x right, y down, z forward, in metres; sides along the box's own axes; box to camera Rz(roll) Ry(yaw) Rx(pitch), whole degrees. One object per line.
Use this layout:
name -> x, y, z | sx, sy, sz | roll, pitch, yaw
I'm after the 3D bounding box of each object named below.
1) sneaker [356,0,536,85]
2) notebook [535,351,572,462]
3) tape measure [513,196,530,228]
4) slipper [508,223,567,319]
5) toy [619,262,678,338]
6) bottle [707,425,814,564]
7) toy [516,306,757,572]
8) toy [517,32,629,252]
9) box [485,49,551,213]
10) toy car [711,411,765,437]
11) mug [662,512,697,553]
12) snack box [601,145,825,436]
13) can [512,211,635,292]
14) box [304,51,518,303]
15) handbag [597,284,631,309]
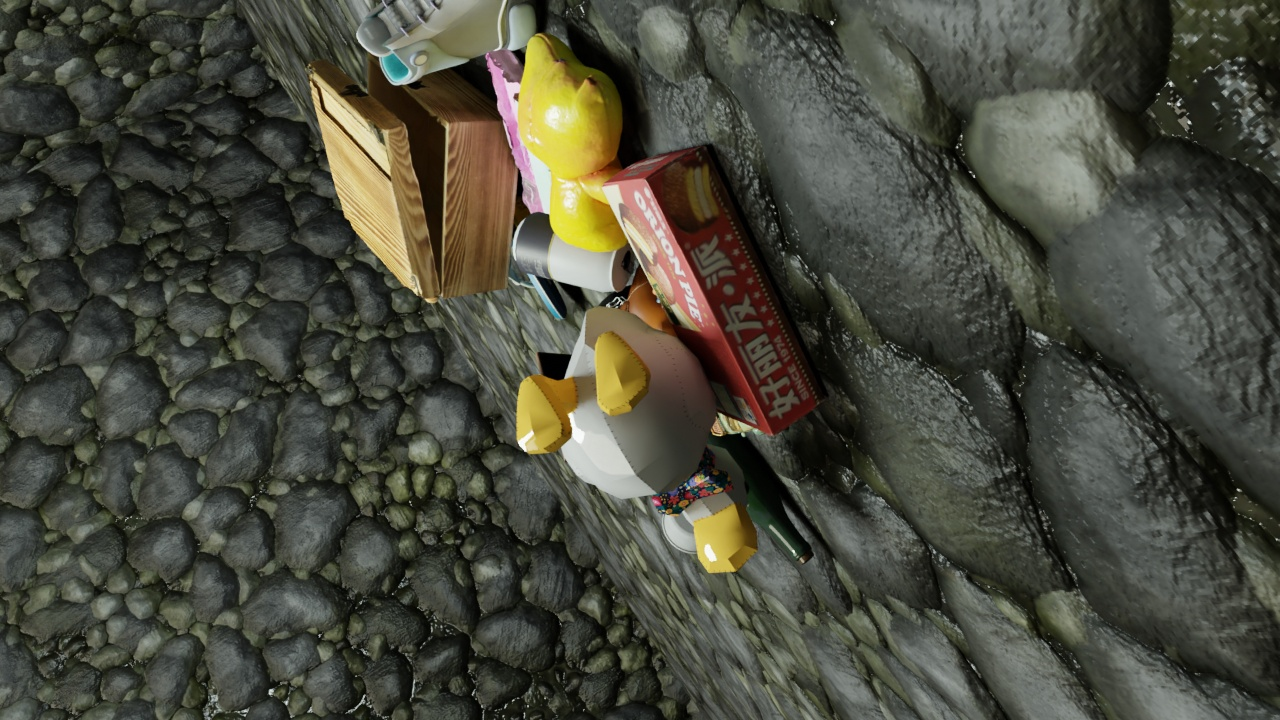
sneaker -> -0.166, -0.324, 0.755 | 0.093, 0.160, 0.257 | 56, 167, 7
notebook -> -0.038, 0.054, 1.068 | 0.209, 0.141, 0.008 | -114, 34, -54
tape measure -> -0.152, -0.188, 1.233 | 0.059, 0.030, 0.068 | 57, 172, 4
slipper -> -0.196, -0.172, 1.301 | 0.295, 0.060, 0.118 | 58, -173, 7
toy -> 0.020, -0.061, 0.907 | 0.090, 0.070, 0.103 | -130, 38, -55
bottle -> 0.124, 0.146, 0.988 | 0.174, 0.055, 0.055 | 50, 164, 21
toy -> 0.009, 0.057, 0.804 | 0.267, 0.141, 0.246 | 33, -147, -55
toy -> -0.059, -0.189, 0.833 | 0.134, 0.087, 0.194 | 51, 165, 38
box -> -0.106, -0.206, 1.001 | 0.159, 0.035, 0.231 | 59, 168, 33
toy car -> 0.091, 0.053, 0.913 | 0.047, 0.047, 0.112 | 64, 164, -9
mug -> 0.087, 0.211, 1.210 | 0.113, 0.084, 0.071 | 20, 155, 7
snack box -> 0.059, -0.058, 0.766 | 0.236, 0.060, 0.113 | 62, 166, -16
can -> -0.062, -0.108, 0.930 | 0.127, 0.064, 0.064 | 15, 147, 20
box -> -0.295, -0.233, 1.176 | 0.279, 0.175, 0.248 | 42, 136, 41
handbag -> -0.006, 0.006, 1.003 | 0.153, 0.114, 0.125 | 52, 160, 30
